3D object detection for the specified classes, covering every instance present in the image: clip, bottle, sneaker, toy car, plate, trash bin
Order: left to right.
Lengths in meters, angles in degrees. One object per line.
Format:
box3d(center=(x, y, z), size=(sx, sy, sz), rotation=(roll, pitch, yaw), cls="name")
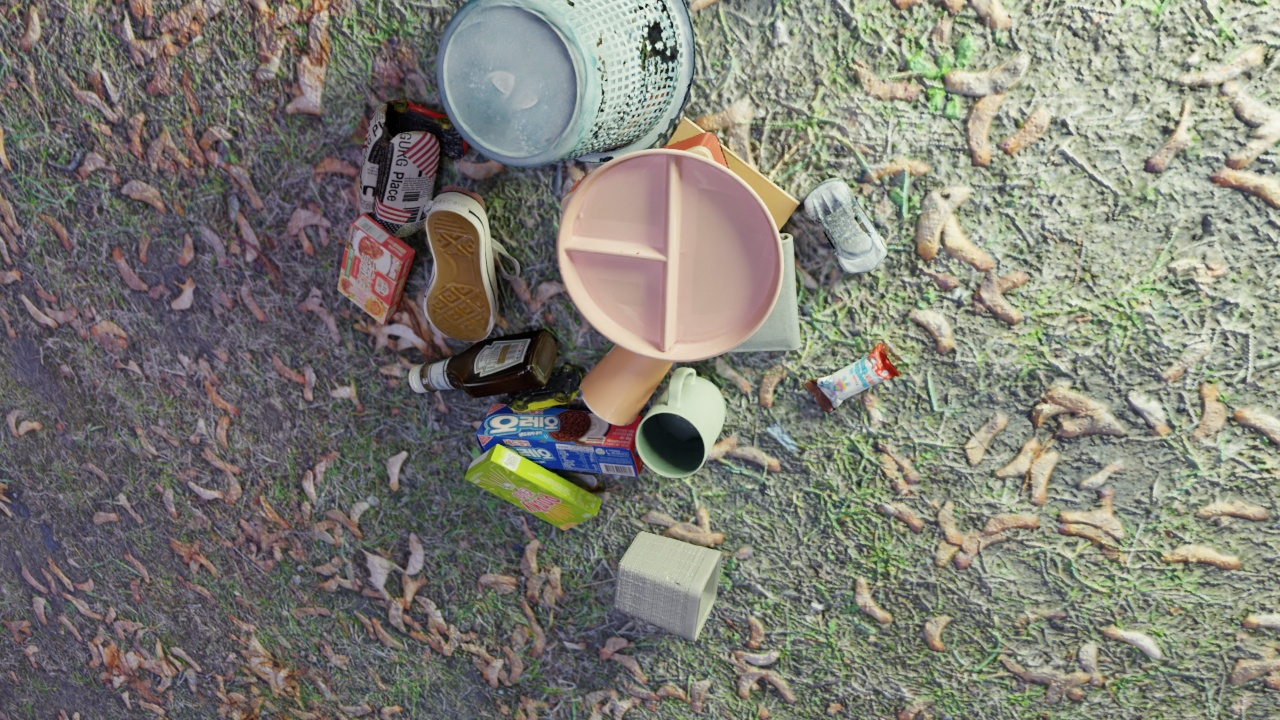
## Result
box3d(center=(-0.240, -0.260, 1.025), size=(0.106, 0.031, 0.049), rotation=(21, 134, 14), cls="toy car")
box3d(center=(-0.199, -0.116, 1.052), size=(0.118, 0.087, 0.242), rotation=(13, 143, 2), cls="sneaker")
box3d(center=(-0.196, 0.010, 1.117), size=(0.195, 0.079, 0.044), rotation=(-9, 134, 26), cls="bottle")
box3d(center=(-0.115, 0.038, 1.121), size=(0.105, 0.048, 0.032), rotation=(-13, 138, 26), cls="toy car")
box3d(center=(-0.080, -0.277, 0.864), size=(0.227, 0.194, 0.227), rotation=(8, 117, 16), cls="trash bin")
box3d(center=(-0.078, 0.148, 1.178), size=(0.058, 0.035, 0.025), rotation=(5, 114, 23), cls="clip")
box3d(center=(0.029, -0.103, 0.917), size=(0.230, 0.028, 0.230), rotation=(7, 122, 12), cls="plate")
box3d(center=(0.206, -0.132, 0.923), size=(0.049, 0.031, 0.105), rotation=(-30, 103, 31), cls="toy car")

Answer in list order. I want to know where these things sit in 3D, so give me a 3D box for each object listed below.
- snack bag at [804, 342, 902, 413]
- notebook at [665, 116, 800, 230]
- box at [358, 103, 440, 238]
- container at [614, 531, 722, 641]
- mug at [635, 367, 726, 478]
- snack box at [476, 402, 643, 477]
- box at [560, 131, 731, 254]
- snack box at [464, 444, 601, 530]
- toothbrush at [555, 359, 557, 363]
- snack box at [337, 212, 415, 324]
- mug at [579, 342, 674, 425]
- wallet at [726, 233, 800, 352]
box3d(center=(0.231, 0.019, 0.991), size=(0.106, 0.026, 0.045), rotation=(-32, 104, 32), cls="snack bag")
box3d(center=(0.051, -0.133, 0.994), size=(0.149, 0.012, 0.212), rotation=(37, 122, 1), cls="notebook")
box3d(center=(-0.275, -0.209, 1.044), size=(0.087, 0.075, 0.163), rotation=(12, 139, -17), cls="box")
box3d(center=(0.033, 0.280, 1.160), size=(0.114, 0.090, 0.090), rotation=(15, 119, 17), cls="container")
box3d(center=(0.048, 0.058, 1.032), size=(0.082, 0.106, 0.112), rotation=(6, 117, 19), cls="mug")
box3d(center=(-0.097, 0.097, 1.128), size=(0.208, 0.058, 0.057), rotation=(3, 137, 19), cls="snack box")
box3d(center=(0.013, -0.166, 0.948), size=(0.169, 0.078, 0.091), rotation=(-15, 115, 24), cls="box")
box3d(center=(-0.135, 0.162, 1.158), size=(0.156, 0.026, 0.086), rotation=(32, 144, -20), cls="snack box")
box3d(center=(-0.189, 0.014, 1.151), size=(0.192, 0.018, 0.016), rotation=(-8, 117, 24), cls="toothbrush")
box3d(center=(-0.320, -0.107, 1.103), size=(0.075, 0.025, 0.153), rotation=(38, 145, -2), cls="snack box")
box3d(center=(-0.006, 0.006, 1.041), size=(0.078, 0.078, 0.123), rotation=(38, 124, 0), cls="mug")
box3d(center=(0.113, -0.067, 0.975), size=(0.107, 0.036, 0.130), rotation=(-4, 121, 11), cls="wallet")
